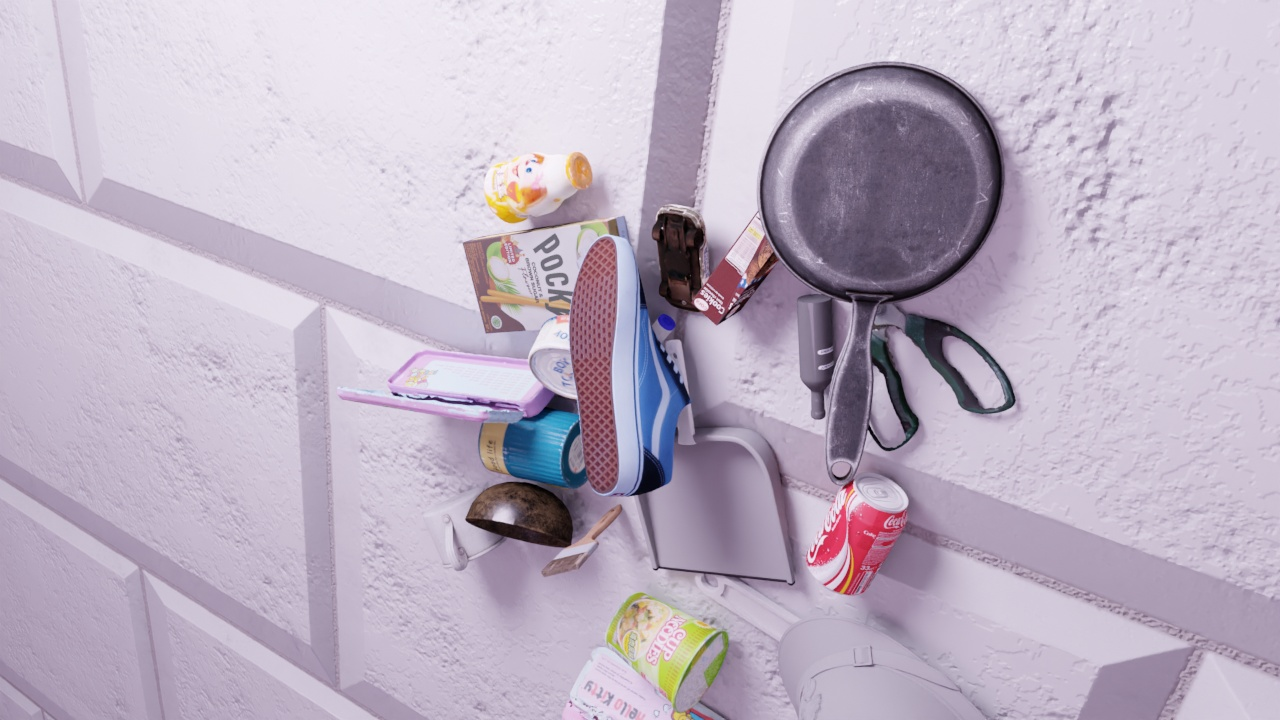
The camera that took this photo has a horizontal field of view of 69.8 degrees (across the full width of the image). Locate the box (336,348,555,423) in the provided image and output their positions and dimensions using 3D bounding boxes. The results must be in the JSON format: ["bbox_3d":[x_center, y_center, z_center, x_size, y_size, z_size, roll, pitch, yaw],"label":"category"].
[{"bbox_3d":[-0.205,0.033,0.987,0.214,0.149,0.049,6,108,31],"label":"box"}]

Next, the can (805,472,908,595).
[{"bbox_3d":[0.197,0.158,0.834,0.064,0.064,0.105,30,122,19],"label":"can"}]

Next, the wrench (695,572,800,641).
[{"bbox_3d":[0.170,0.296,0.937,0.273,0.018,0.087,28,123,22],"label":"wrench"}]

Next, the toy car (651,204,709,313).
[{"bbox_3d":[0.042,-0.094,0.851,0.048,0.040,0.113,16,134,26],"label":"toy car"}]

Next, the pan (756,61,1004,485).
[{"bbox_3d":[0.181,-0.053,0.739,0.187,0.055,0.357,5,109,6],"label":"pan"}]

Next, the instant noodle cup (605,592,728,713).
[{"bbox_3d":[0.024,0.307,0.991,0.108,0.098,0.099,26,121,30],"label":"instant noodle cup"}]

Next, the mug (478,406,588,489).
[{"bbox_3d":[-0.104,0.100,1.001,0.107,0.083,0.114,8,141,27],"label":"mug"}]

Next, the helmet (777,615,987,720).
[{"bbox_3d":[0.217,0.373,0.848,0.271,0.117,0.184,42,127,15],"label":"helmet"}]

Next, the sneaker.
[{"bbox_3d":[-0.005,0.005,0.867,0.084,0.098,0.241,-8,84,51],"label":"sneaker"}]

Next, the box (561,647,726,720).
[{"bbox_3d":[0.016,0.421,1.068,0.202,0.087,0.102,25,81,22],"label":"box"}]

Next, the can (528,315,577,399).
[{"bbox_3d":[-0.068,-0.002,0.928,0.086,0.043,0.086,14,143,11],"label":"can"}]

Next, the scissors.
[{"bbox_3d":[0.206,-0.009,0.793,0.209,0.015,0.147,49,128,6],"label":"scissors"}]

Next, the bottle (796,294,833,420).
[{"bbox_3d":[0.157,-0.001,0.817,0.030,0.030,0.113,6,112,31],"label":"bottle"}]

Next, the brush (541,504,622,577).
[{"bbox_3d":[-0.052,0.183,0.952,0.045,0.142,0.008,-20,98,28],"label":"brush"}]

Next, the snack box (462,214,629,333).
[{"bbox_3d":[-0.092,-0.085,0.940,0.186,0.031,0.101,-3,107,33],"label":"snack box"}]

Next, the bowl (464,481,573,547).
[{"bbox_3d":[-0.130,0.167,1.032,0.121,0.121,0.056,1,67,32],"label":"bowl"}]

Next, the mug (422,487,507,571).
[{"bbox_3d":[-0.211,0.201,1.083,0.084,0.113,0.070,-23,94,7],"label":"mug"}]

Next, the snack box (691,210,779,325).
[{"bbox_3d":[0.103,-0.096,0.800,0.032,0.050,0.141,43,125,11],"label":"snack box"}]

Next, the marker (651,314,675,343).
[{"bbox_3d":[-0.010,0.007,0.933,0.020,0.020,0.142,45,125,9],"label":"marker"}]

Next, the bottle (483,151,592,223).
[{"bbox_3d":[-0.099,-0.172,0.891,0.109,0.063,0.063,-9,103,35],"label":"bottle"}]

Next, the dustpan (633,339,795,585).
[{"bbox_3d":[0.058,0.103,0.917,0.163,0.033,0.258,-2,103,33],"label":"dustpan"}]
